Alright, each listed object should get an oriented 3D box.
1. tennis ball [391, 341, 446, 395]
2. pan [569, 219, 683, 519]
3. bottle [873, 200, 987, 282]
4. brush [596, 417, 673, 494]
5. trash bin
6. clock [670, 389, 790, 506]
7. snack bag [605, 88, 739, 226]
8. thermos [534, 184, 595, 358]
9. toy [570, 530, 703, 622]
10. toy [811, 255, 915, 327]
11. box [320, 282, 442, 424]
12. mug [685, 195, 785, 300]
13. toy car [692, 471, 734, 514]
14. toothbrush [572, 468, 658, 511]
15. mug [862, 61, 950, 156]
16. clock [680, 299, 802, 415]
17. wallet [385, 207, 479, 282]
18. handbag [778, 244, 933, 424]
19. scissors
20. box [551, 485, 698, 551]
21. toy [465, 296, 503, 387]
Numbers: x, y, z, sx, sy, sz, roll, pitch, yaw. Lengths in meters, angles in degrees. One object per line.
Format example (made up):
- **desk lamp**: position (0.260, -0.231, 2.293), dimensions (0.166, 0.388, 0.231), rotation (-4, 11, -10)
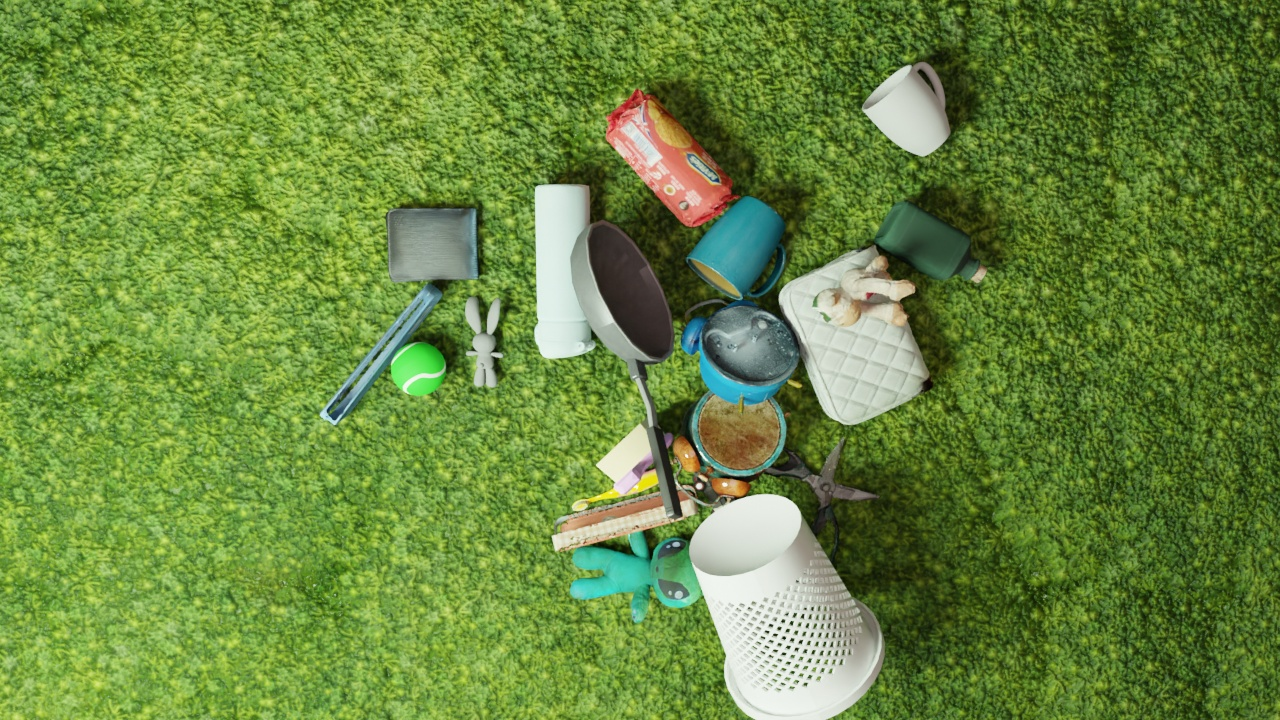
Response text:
- **tennis ball**: position (-0.270, 0.010, 1.118), dimensions (0.065, 0.065, 0.065), rotation (0, 97, 0)
- **pan**: position (-0.006, 0.006, 1.022), dimensions (0.041, 0.178, 0.356), rotation (-25, 63, 24)
- **bottle**: position (0.352, -0.133, 1.096), dimensions (0.131, 0.061, 0.061), rotation (29, 94, -3)
- **brush**: position (-0.011, 0.112, 1.050), dimensions (0.089, 0.228, 0.043), rotation (-44, 87, 5)
- **trash bin**: position (0.155, 0.274, 1.058), dimensions (0.195, 0.195, 0.200), rotation (-25, 114, 3)
- **clock**: position (0.102, 0.103, 1.109), dimensions (0.121, 0.073, 0.157), rotation (35, 74, 3)
- **snack bag**: position (0.032, -0.234, 1.082), dimensions (0.082, 0.082, 0.176), rotation (-42, 95, 5)
- **thermos**: position (-0.093, -0.105, 1.102), dimensions (0.078, 0.065, 0.207), rotation (4, 99, 29)
- **toy**: position (0.010, 0.267, 1.149), dimensions (0.193, 0.072, 0.130), rotation (1, 62, 1)
- **toy**: position (0.246, -0.071, 1.029), dimensions (0.106, 0.085, 0.074), rotation (-16, 73, 2)
- **box**: position (-0.319, -0.011, 1.117), dimensions (0.037, 0.065, 0.209), rotation (38, 97, -8)
- **mug**: position (0.127, -0.129, 1.097), dimensions (0.112, 0.084, 0.104), rotation (39, 85, -33)
- **toy car**: position (0.094, 0.167, 1.148), dimensions (0.037, 0.040, 0.092), rotation (-29, 96, 4)
- **toothbrush**: position (-0.024, 0.164, 1.161), dimensions (0.135, 0.016, 0.021), rotation (-22, 101, 3)
- **mug**: position (0.327, -0.299, 1.080), dimensions (0.089, 0.071, 0.107), rotation (43, 68, -13)
- **clock**: position (0.115, -0.017, 1.086), dimensions (0.116, 0.060, 0.161), rotation (-21, 59, -20)
- **wallet**: position (-0.255, -0.142, 1.119), dimensions (0.115, 0.026, 0.089), rotation (-2, 96, 1)
- **handbag**: position (0.256, -0.029, 1.108), dimensions (0.138, 0.072, 0.195), rotation (-24, 96, -5)
- **scissors**: position (0.196, 0.185, 1.164), dimensions (0.202, 0.015, 0.202), rotation (13, 97, 1)
- **box**: position (-0.018, 0.197, 1.138), dimensions (0.187, 0.085, 0.048), rotation (-14, 91, 0)
- **toy**: position (-0.192, -0.022, 1.132), dimensions (0.049, 0.030, 0.112), rotation (4, 103, 15)
